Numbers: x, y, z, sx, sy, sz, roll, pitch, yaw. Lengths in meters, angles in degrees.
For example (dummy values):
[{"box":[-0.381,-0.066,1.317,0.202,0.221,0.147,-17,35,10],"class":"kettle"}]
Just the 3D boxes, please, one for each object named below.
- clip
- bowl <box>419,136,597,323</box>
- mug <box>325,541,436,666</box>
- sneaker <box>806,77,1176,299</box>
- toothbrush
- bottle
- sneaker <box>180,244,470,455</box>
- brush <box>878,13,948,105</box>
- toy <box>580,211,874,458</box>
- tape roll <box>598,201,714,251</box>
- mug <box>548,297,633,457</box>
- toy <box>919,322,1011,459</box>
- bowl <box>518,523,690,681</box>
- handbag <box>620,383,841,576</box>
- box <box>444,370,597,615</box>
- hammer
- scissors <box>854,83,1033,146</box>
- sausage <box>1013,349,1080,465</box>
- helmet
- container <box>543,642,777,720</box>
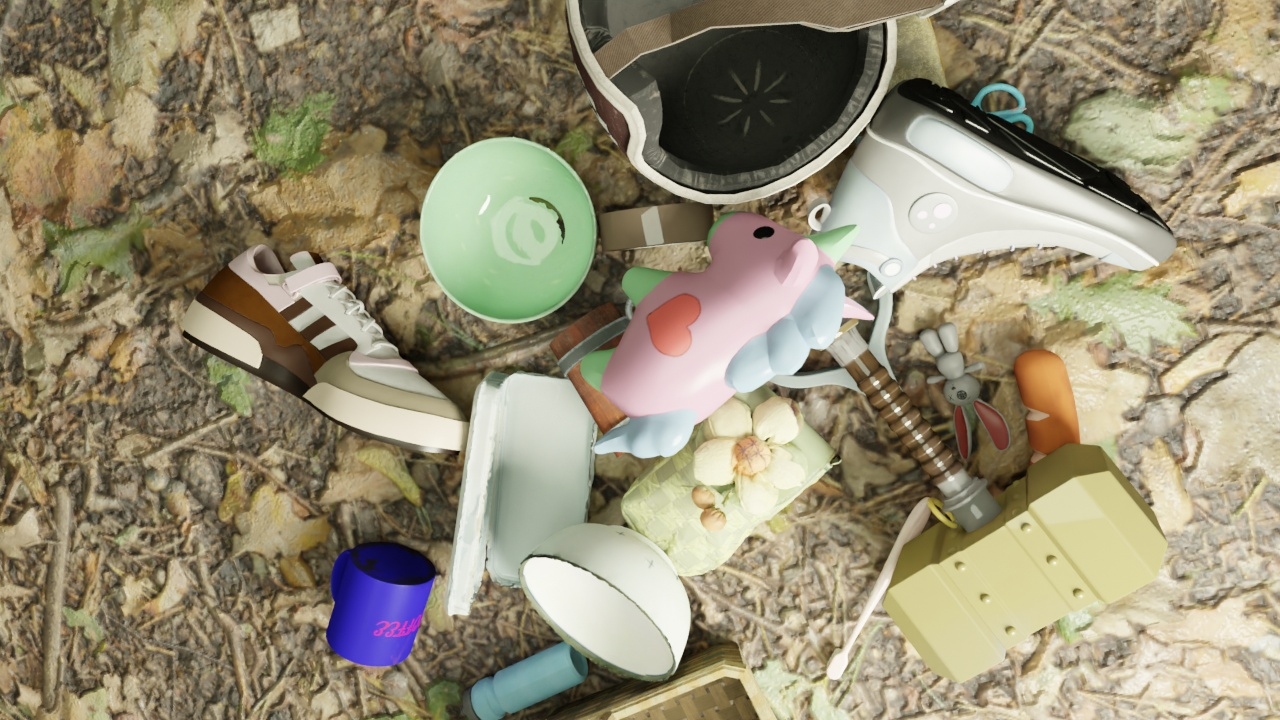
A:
[{"box":[0.171,-0.040,0.759,0.169,0.031,0.165,20,103,7],"class":"clip"},{"box":[-0.102,-0.109,0.778,0.151,0.077,0.151,2,98,11],"class":"bowl"},{"box":[-0.251,0.218,0.858,0.111,0.079,0.083,27,103,35],"class":"mug"},{"box":[0.260,-0.094,0.697,0.256,0.092,0.161,23,124,-15],"class":"sneaker"},{"box":[0.206,0.196,0.792,0.016,0.018,0.181,27,99,5],"class":"toothbrush"},{"box":[-0.112,0.303,0.855,0.130,0.040,0.040,-28,92,13],"class":"bottle"},{"box":[-0.259,-0.017,0.810,0.294,0.111,0.116,25,89,19],"class":"sneaker"},{"box":[0.197,-0.253,0.715,0.059,0.043,0.195,-19,90,13],"class":"brush"},{"box":[0.055,-0.014,0.667,0.171,0.120,0.222,21,81,41],"class":"toy"},{"box":[0.014,-0.108,0.746,0.094,0.093,0.030,-5,96,12],"class":"tape roll"},{"box":[-0.005,0.005,0.780,0.117,0.081,0.111,-35,86,-4],"class":"mug"},{"box":[0.262,0.023,0.748,0.049,0.030,0.111,-23,90,41],"class":"toy"},{"box":[-0.021,0.192,0.770,0.153,0.072,0.154,24,142,21],"class":"bowl"},{"box":[0.068,0.102,0.753,0.113,0.116,0.187,44,103,4],"class":"handbag"},{"box":[-0.111,0.115,0.797,0.130,0.105,0.211,5,99,7],"class":"box"},{"box":[0.211,0.054,0.705,0.191,0.100,0.325,-40,83,23],"class":"hammer"},{"box":[0.241,-0.186,0.734,0.136,0.015,0.055,-7,97,10],"class":"scissors"},{"box":[0.329,0.072,0.737,0.044,0.039,0.164,-6,96,15],"class":"sausage"},{"box":[0.068,-0.232,0.636,0.233,0.253,0.233,-36,73,8],"class":"helmet"},{"box":[0.006,0.356,0.764,0.250,0.186,0.157,-26,92,13],"class":"container"}]
